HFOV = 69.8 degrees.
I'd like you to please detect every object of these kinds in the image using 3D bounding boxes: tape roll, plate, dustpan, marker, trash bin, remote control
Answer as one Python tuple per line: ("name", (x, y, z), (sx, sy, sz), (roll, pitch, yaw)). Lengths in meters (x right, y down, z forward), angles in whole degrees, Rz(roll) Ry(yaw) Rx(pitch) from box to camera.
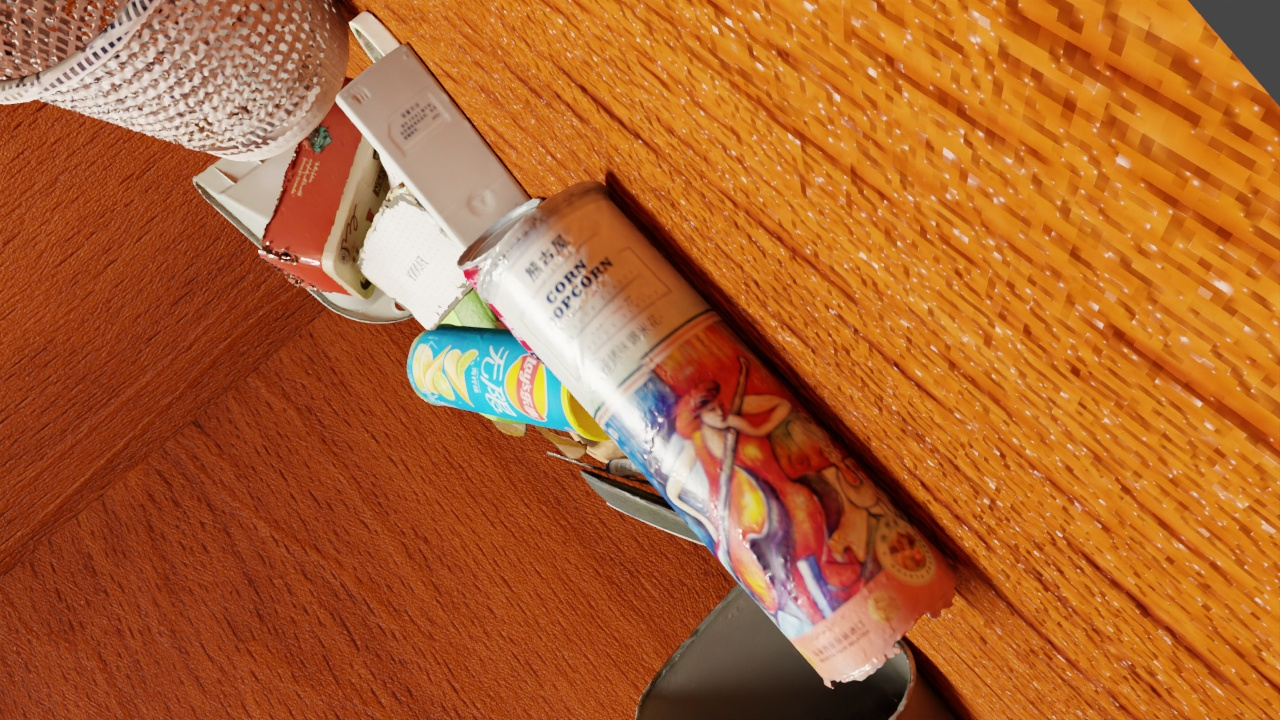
("tape roll", (-0.161, -0.194, 0.616), (0.086, 0.014, 0.086), (48, 174, 7))
("plate", (0.023, 0.145, 0.863), (0.179, 0.024, 0.179), (21, 176, 1))
("dustpan", (-0.348, -0.174, 1.109), (0.258, 0.222, 0.143), (36, 158, 19))
("marker", (0.016, 0.092, 0.808), (0.146, 0.016, 0.017), (-12, 123, 52))
("trash bin", (0.148, 0.304, 0.702), (0.220, 0.198, 0.199), (46, 176, -27))
("trash bin", (-0.310, -0.236, 0.606), (0.227, 0.227, 0.192), (47, -174, 21))
("remote control", (-0.124, -0.126, 0.574), (0.135, 0.056, 0.019), (51, 168, -19))

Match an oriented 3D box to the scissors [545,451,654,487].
("scissors", (-0.004, 0.114, 0.883), (0.172, 0.014, 0.147), (22, 173, -36))

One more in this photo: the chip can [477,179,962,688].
("chip can", (0.028, 0.027, 0.374), (0.214, 0.071, 0.071), (48, 174, 8))

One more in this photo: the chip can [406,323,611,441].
("chip can", (-0.093, 0.011, 0.690), (0.211, 0.071, 0.071), (7, 143, 46))

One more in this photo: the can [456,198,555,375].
("can", (-0.058, -0.043, 0.563), (0.094, 0.066, 0.066), (52, 173, -21))

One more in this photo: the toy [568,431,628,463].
("toy", (-0.034, 0.052, 0.903), (0.143, 0.082, 0.226), (38, 173, 7))

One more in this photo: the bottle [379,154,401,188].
("bottle", (-0.172, -0.148, 0.736), (0.063, 0.063, 0.108), (44, 172, 42))

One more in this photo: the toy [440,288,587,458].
("toy", (-0.140, -0.016, 0.857), (0.227, 0.089, 0.247), (15, 130, 59))

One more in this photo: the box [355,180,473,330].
("box", (-0.152, -0.085, 0.682), (0.090, 0.061, 0.185), (43, 154, -12))

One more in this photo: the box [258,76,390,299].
("box", (-0.249, -0.143, 0.755), (0.080, 0.168, 0.091), (12, 167, 8))
